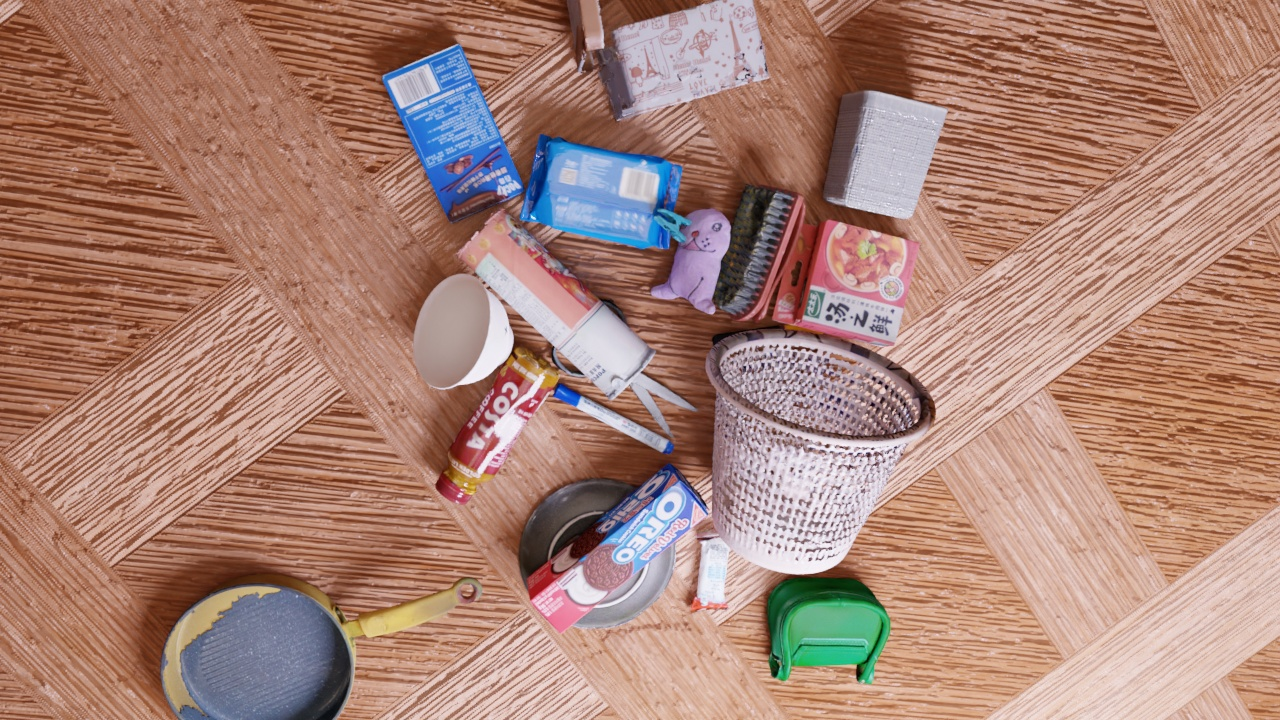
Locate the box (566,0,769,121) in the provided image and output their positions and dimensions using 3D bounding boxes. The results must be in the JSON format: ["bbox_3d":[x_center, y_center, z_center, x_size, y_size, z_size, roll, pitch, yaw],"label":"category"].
[{"bbox_3d":[0.006,-0.333,0.854,0.157,0.183,0.193,-15,104,-5],"label":"box"}]

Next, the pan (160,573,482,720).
[{"bbox_3d":[-0.333,0.298,0.976,0.357,0.078,0.198,-23,102,-2],"label":"pan"}]

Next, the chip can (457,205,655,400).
[{"bbox_3d":[-0.086,-0.057,0.935,0.214,0.071,0.071,43,93,-6],"label":"chip can"}]

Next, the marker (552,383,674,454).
[{"bbox_3d":[-0.028,0.065,1.002,0.145,0.017,0.017,28,96,-11],"label":"marker"}]

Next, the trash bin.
[{"bbox_3d":[0.162,0.099,0.941,0.227,0.227,0.192,5,117,-8],"label":"trash bin"}]

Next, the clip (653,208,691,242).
[{"bbox_3d":[0.033,-0.141,0.933,0.056,0.015,0.049,21,86,-52],"label":"clip"}]

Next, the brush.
[{"bbox_3d":[0.128,-0.110,0.971,0.069,0.063,0.146,12,101,-39],"label":"brush"}]

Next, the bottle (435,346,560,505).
[{"bbox_3d":[-0.154,0.071,0.967,0.057,0.057,0.175,33,95,-11],"label":"bottle"}]

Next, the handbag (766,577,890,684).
[{"bbox_3d":[0.213,0.313,1.050,0.131,0.068,0.120,1,101,-7],"label":"handbag"}]

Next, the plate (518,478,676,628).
[{"bbox_3d":[-0.047,0.220,1.025,0.179,0.024,0.179,-1,100,-6],"label":"plate"}]

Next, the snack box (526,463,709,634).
[{"bbox_3d":[-0.025,0.199,0.982,0.207,0.058,0.057,-39,106,1],"label":"snack box"}]

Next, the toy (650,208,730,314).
[{"bbox_3d":[0.058,-0.108,0.964,0.084,0.039,0.108,17,94,35],"label":"toy"}]

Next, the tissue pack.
[{"bbox_3d":[-0.039,-0.171,0.940,0.157,0.052,0.095,10,97,-9],"label":"tissue pack"}]

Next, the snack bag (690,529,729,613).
[{"bbox_3d":[0.081,0.240,1.042,0.048,0.026,0.104,-1,100,-13],"label":"snack bag"}]

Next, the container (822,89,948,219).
[{"bbox_3d":[0.248,-0.211,0.951,0.090,0.090,0.114,11,102,-8],"label":"container"}]

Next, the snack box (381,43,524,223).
[{"bbox_3d":[-0.186,-0.227,0.925,0.084,0.026,0.157,-24,102,-2],"label":"snack box"}]

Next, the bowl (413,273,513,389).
[{"bbox_3d":[-0.170,-0.024,0.938,0.064,0.118,0.118,17,100,-49],"label":"bowl"}]

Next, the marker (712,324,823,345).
[{"bbox_3d":[0.140,-0.029,1.008,0.124,0.015,0.018,-7,103,-3],"label":"marker"}]

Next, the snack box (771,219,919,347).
[{"bbox_3d":[0.217,-0.083,0.973,0.127,0.044,0.113,13,89,-1],"label":"snack box"}]

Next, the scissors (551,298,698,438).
[{"bbox_3d":[-0.018,0.011,0.997,0.170,0.014,0.159,-4,102,-8],"label":"scissors"}]
